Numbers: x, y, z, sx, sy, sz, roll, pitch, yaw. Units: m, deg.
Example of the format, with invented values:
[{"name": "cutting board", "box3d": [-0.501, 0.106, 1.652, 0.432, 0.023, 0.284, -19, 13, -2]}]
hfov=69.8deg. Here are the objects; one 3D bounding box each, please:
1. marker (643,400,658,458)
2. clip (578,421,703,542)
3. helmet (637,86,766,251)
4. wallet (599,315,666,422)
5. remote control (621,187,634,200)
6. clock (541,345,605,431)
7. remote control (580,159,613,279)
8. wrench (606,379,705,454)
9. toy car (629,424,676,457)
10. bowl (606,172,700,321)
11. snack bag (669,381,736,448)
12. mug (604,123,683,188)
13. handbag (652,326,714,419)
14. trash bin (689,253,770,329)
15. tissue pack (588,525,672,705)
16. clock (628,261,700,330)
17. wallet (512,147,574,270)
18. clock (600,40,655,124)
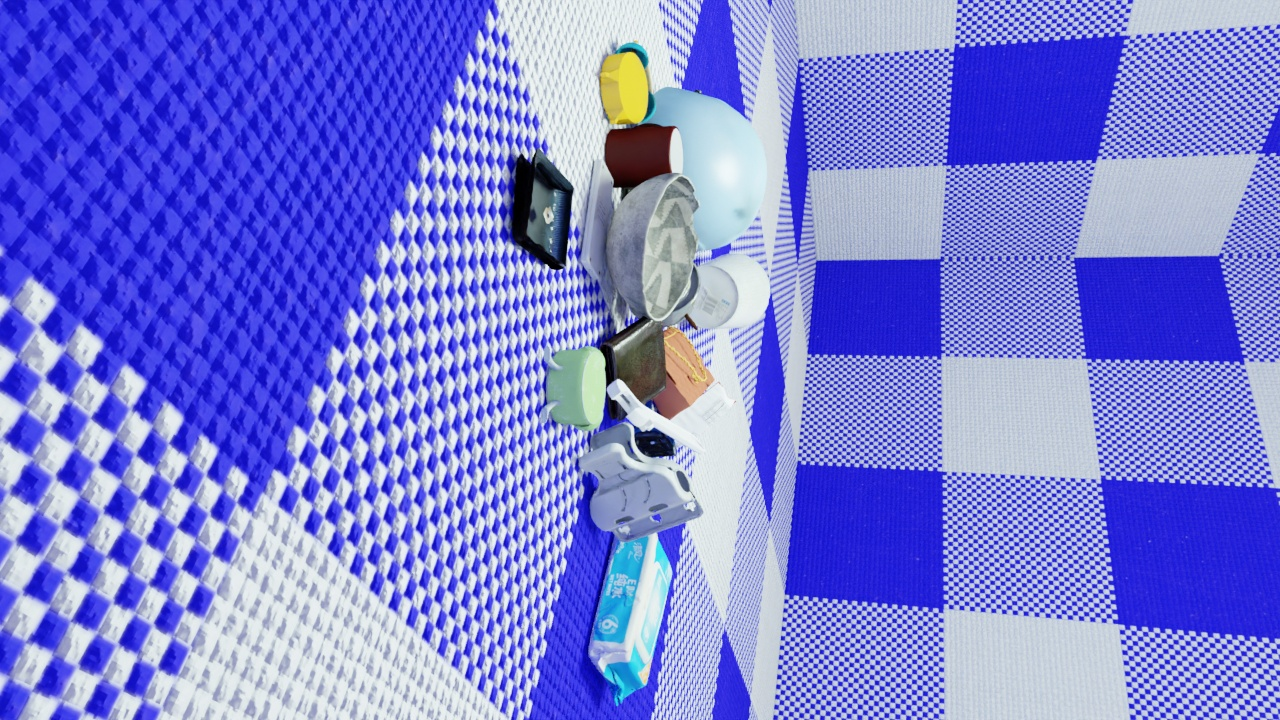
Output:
[{"name": "marker", "box3d": [0.017, 0.105, 1.345, 0.013, 0.013, 0.142, -65, 152, -54]}, {"name": "clip", "box3d": [-0.010, 0.148, 1.082, 0.144, 0.125, 0.075, 58, 24, -19]}, {"name": "helmet", "box3d": [0.088, -0.269, 1.301, 0.265, 0.167, 0.225, 29, 73, -62]}, {"name": "wallet", "box3d": [-0.007, 0.007, 1.163, 0.099, 0.031, 0.120, -34, 131, -36]}, {"name": "remote control", "box3d": [-0.011, -0.179, 1.194, 0.009, 0.030, 0.140, 121, -28, -84]}, {"name": "clock", "box3d": [-0.067, 0.030, 0.992, 0.119, 0.043, 0.094, 10, 83, -74]}, {"name": "remote control", "box3d": [-0.051, -0.167, 1.086, 0.050, 0.011, 0.135, 54, 40, -65]}, {"name": "wrench", "box3d": [0.029, 0.083, 1.185, 0.066, 0.018, 0.273, 54, 9, 28]}, {"name": "toy car", "box3d": [0.017, 0.107, 1.281, 0.120, 0.056, 0.043, 55, 33, -69]}, {"name": "bowl", "box3d": [0.005, -0.142, 1.116, 0.178, 0.081, 0.178, 12, 89, -70]}, {"name": "snack bag", "box3d": [0.087, 0.091, 1.421, 0.039, 0.131, 0.144, 53, 4, 21]}, {"name": "mug", "box3d": [0.009, -0.266, 1.159, 0.073, 0.083, 0.105, 74, 23, -46]}, {"name": "handbag", "box3d": [0.051, 0.008, 1.330, 0.109, 0.060, 0.171, 57, 19, -1]}, {"name": "trash bin", "box3d": [0.138, -0.113, 1.560, 0.161, 0.133, 0.133, -21, 111, -68]}, {"name": "tissue pack", "box3d": [-0.013, 0.318, 1.167, 0.117, 0.066, 0.208, 73, 26, -47]}, {"name": "clock", "box3d": [0.026, -0.107, 1.217, 0.056, 0.104, 0.147, 82, 1, -62]}, {"name": "wallet", "box3d": [-0.096, -0.146, 0.902, 0.115, 0.026, 0.089, 37, 56, -71]}, {"name": "clock", "box3d": [-0.014, -0.342, 1.147, 0.129, 0.044, 0.099, -51, 136, -53]}]
